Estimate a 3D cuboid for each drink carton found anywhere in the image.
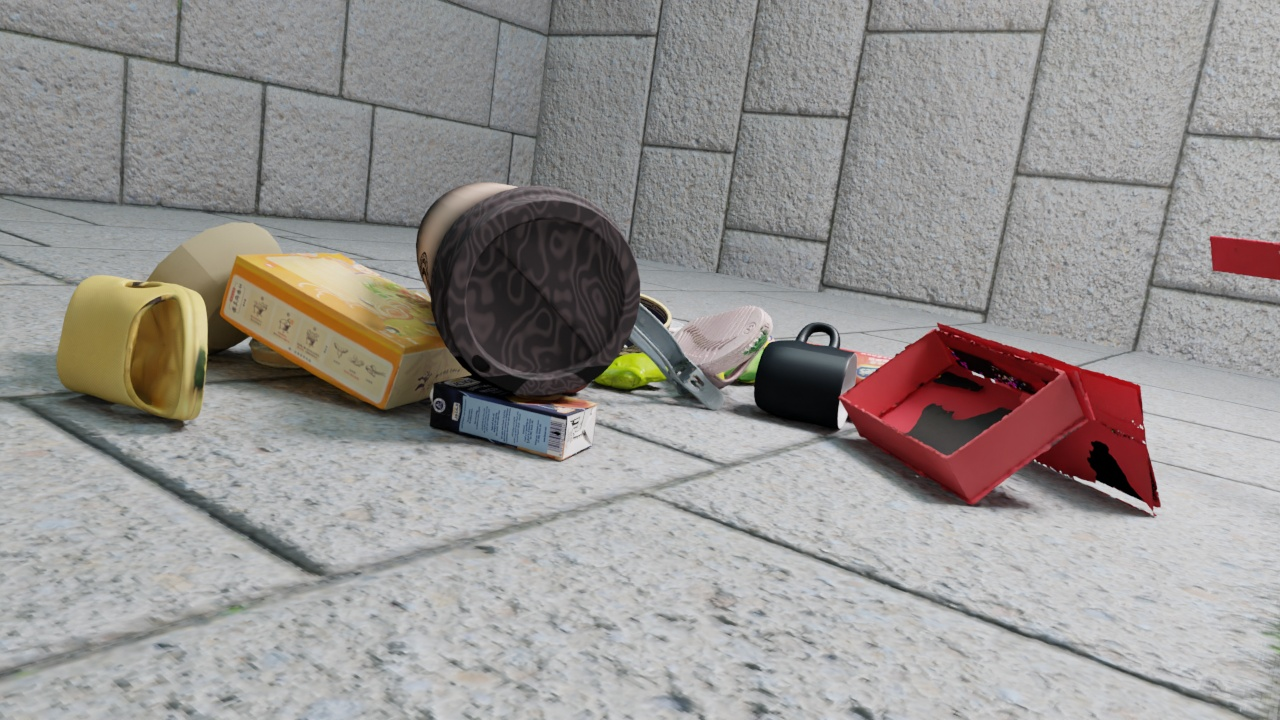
[{"bbox_3d":[-0.108,0.046,0.776,0.130,0.040,0.064,11,10,21],"label":"drink carton"}]

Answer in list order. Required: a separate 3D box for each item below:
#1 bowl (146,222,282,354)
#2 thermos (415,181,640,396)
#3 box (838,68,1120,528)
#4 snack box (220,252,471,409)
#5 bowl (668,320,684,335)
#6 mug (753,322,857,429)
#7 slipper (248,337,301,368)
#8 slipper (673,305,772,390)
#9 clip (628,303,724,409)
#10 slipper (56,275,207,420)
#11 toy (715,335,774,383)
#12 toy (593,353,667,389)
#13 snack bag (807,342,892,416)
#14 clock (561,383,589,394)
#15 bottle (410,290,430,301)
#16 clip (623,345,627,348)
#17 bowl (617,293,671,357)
[{"bbox_3d":[-0.404,-0.058,0.890,0.050,0.152,0.152,42,19,11],"label":"bowl"},{"bbox_3d":[-0.117,-0.080,0.822,0.172,0.173,0.226,3,16,-25],"label":"thermos"},{"bbox_3d":[0.266,-0.055,0.826,0.197,0.351,0.217,-31,20,-5],"label":"box"},{"bbox_3d":[-0.269,-0.028,0.872,0.195,0.081,0.145,27,16,15],"label":"snack box"},{"bbox_3d":[0.002,-0.031,1.274,0.114,0.050,0.114,8,10,-2],"label":"bowl"},{"bbox_3d":[0.186,0.009,1.008,0.094,0.121,0.085,12,-28,21],"label":"mug"},{"bbox_3d":[-0.354,-0.036,1.026,0.115,0.052,0.262,4,20,0],"label":"slipper"},{"bbox_3d":[0.093,-0.007,1.084,0.064,0.094,0.239,44,-12,-14],"label":"slipper"},{"bbox_3d":[0.017,-0.013,1.006,0.163,0.028,0.112,48,-9,-27],"label":"clip"},{"bbox_3d":[-0.419,-0.021,0.731,0.264,0.099,0.078,12,0,44],"label":"slipper"},{"bbox_3d":[0.136,0.003,1.185,0.124,0.097,0.131,49,7,4],"label":"toy"},{"bbox_3d":[-0.011,0.014,1.057,0.094,0.036,0.093,3,14,10],"label":"toy"},{"bbox_3d":[0.240,0.028,1.064,0.176,0.082,0.082,12,11,23],"label":"snack bag"},{"bbox_3d":[-0.099,-0.027,0.981,0.158,0.120,0.072,5,-1,37],"label":"clock"},{"bbox_3d":[-0.273,-0.043,1.100,0.059,0.060,0.166,5,12,-16],"label":"bottle"},{"bbox_3d":[-0.066,-0.034,1.098,0.102,0.056,0.056,38,-11,27],"label":"clip"},{"bbox_3d":[-0.021,-0.038,1.169,0.112,0.061,0.112,9,29,-5],"label":"bowl"}]
